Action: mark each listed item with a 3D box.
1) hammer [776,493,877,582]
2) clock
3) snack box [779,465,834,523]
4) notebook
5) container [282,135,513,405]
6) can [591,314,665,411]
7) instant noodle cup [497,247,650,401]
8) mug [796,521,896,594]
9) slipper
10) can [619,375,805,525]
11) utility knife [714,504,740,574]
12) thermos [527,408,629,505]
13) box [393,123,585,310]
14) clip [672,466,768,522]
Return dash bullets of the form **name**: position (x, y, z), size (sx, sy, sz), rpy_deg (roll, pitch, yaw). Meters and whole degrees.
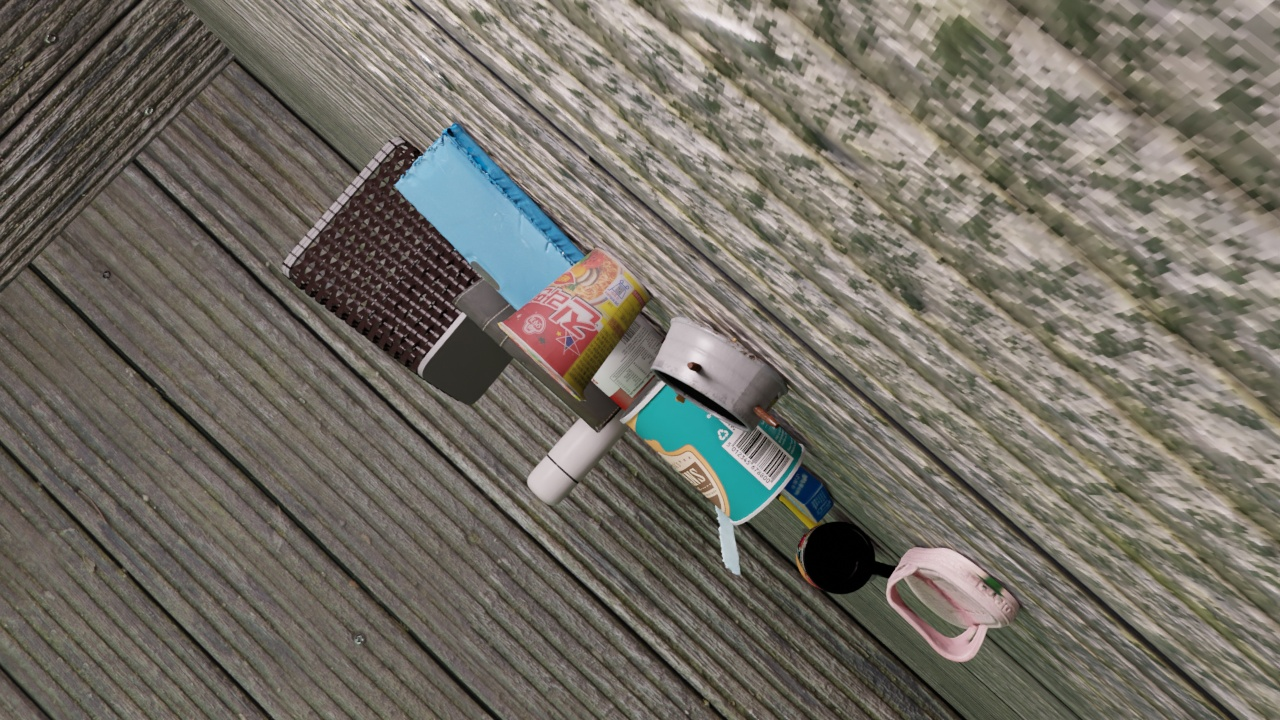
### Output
- **hammer**: position (0.190, 0.178, 1.248), size (0.323, 0.029, 0.127), rpy_deg (45, 174, -16)
- **clock**: position (0.055, 0.010, 0.713), size (0.104, 0.056, 0.148), rpy_deg (34, 172, -13)
- **snack box**: position (0.144, 0.115, 1.028), size (0.151, 0.034, 0.087), rpy_deg (40, 175, 29)
- **notebook**: position (-0.083, -0.033, 1.020), size (0.209, 0.030, 0.169), rpy_deg (44, -141, 0)
- **container**: position (-0.289, -0.110, 1.291), size (0.243, 0.245, 0.247), rpy_deg (38, 174, 15)
- **can**: position (-0.006, 0.005, 0.959), size (0.116, 0.086, 0.087), rpy_deg (42, 175, -4)
- **instant noodle cup**: position (-0.054, -0.039, 0.816), size (0.100, 0.112, 0.100), rpy_deg (42, 176, 4)
- **mug**: position (0.248, 0.239, 1.090), size (0.118, 0.081, 0.098), rpy_deg (14, 170, 8)
- **slipper**: position (0.262, 0.215, 0.805), size (0.094, 0.064, 0.239), rpy_deg (41, 173, 17)
- **can**: position (0.067, 0.068, 0.857), size (0.144, 0.099, 0.099), rpy_deg (43, 175, -3)
- **utility knife**: position (0.079, 0.112, 0.920), size (0.030, 0.216, 0.019), rpy_deg (11, 145, -23)
- **thermos**: position (-0.047, 0.079, 1.101), size (0.052, 0.224, 0.052), rpy_deg (42, 175, 4)
- **box**: position (-0.123, -0.109, 0.868), size (0.231, 0.053, 0.093), rpy_deg (46, 138, -16)
- **clip**: position (0.097, 0.150, 1.185), size (0.126, 0.099, 0.152), rpy_deg (35, 176, 25)
